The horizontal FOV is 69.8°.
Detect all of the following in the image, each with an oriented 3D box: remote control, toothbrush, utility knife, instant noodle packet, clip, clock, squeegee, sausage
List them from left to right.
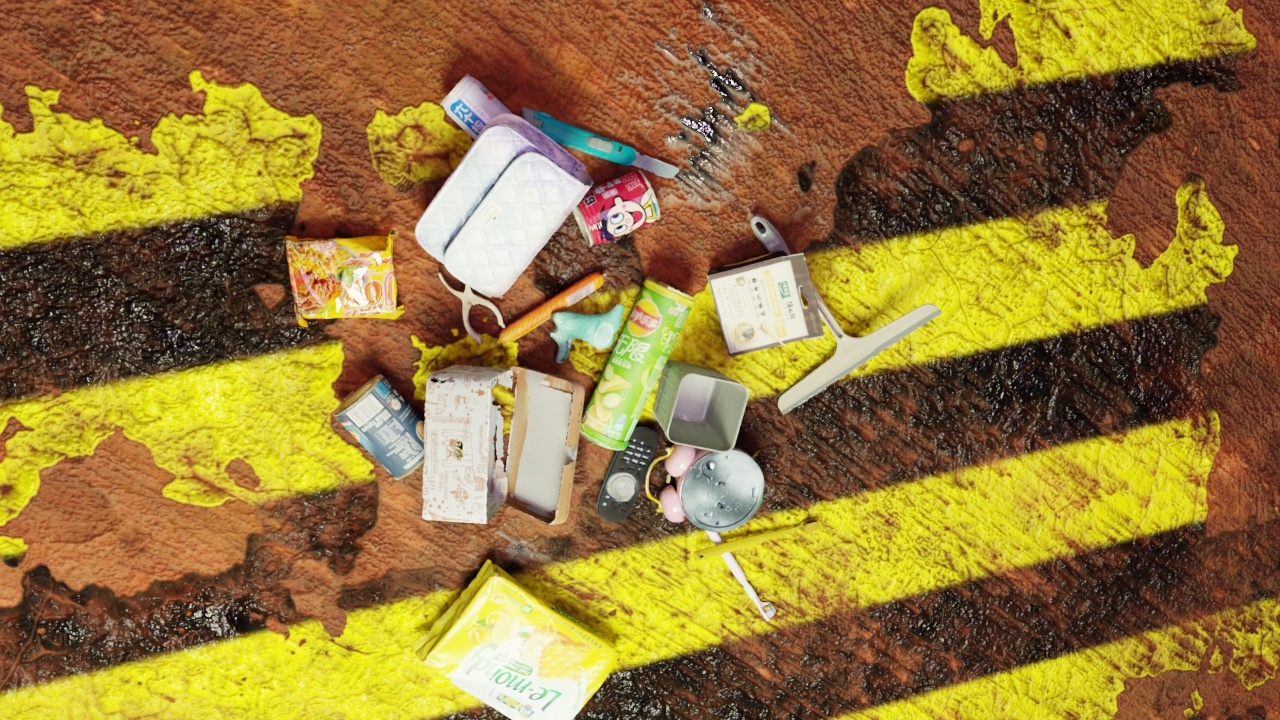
[{"bbox_3d":[-0.347,-0.096,1.083,0.128,0.044,0.111,-4,108,-12],"label":"instant noodle packet"},{"bbox_3d":[-0.195,-0.076,1.127,0.083,0.035,0.104,-16,98,-5],"label":"clip"},{"bbox_3d":[-0.112,-0.066,1.151,0.165,0.021,0.021,-32,107,-4],"label":"sausage"},{"bbox_3d":[-0.049,-0.263,1.124,0.207,0.013,0.029,16,99,-15],"label":"utility knife"},{"bbox_3d":[-0.018,0.149,1.220,0.053,0.024,0.136,20,98,-19],"label":"remote control"},{"bbox_3d":[0.084,0.164,1.228,0.158,0.060,0.117,4,103,-15],"label":"clock"},{"bbox_3d":[0.135,0.290,1.288,0.021,0.029,0.189,-23,110,33],"label":"toothbrush"},{"bbox_3d":[0.163,0.249,1.274,0.190,0.017,0.016,-11,98,-17],"label":"toothbrush"},{"bbox_3d":[0.219,-0.092,1.210,0.247,0.039,0.246,-35,101,16],"label":"squeegee"}]

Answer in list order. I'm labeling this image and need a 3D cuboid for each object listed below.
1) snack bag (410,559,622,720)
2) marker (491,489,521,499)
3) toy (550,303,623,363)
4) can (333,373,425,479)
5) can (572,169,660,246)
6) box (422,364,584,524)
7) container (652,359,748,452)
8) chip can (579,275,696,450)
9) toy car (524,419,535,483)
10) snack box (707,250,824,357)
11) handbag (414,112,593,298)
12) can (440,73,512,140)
[{"bbox_3d":[-0.158,0.383,1.221,0.246,0.068,0.158,38,92,-17],"label":"snack bag"},{"bbox_3d":[-0.154,0.180,1.204,0.124,0.015,0.018,21,96,-13],"label":"marker"},{"bbox_3d":[-0.074,-0.036,1.161,0.091,0.030,0.097,8,119,-21],"label":"toy"},{"bbox_3d":[-0.307,0.079,1.115,0.075,0.075,0.111,-40,107,-1],"label":"can"},{"bbox_3d":[-0.031,-0.185,1.118,0.093,0.066,0.066,-24,106,-6],"label":"can"},{"bbox_3d":[-0.154,0.103,1.107,0.178,0.152,0.182,4,97,5],"label":"box"},{"bbox_3d":[0.070,0.053,1.170,0.090,0.114,0.090,13,100,-15],"label":"container"},{"bbox_3d":[-0.007,0.007,1.165,0.072,0.072,0.221,23,96,-16],"label":"chip can"},{"bbox_3d":[-0.124,0.113,1.184,0.056,0.037,0.122,21,110,-10],"label":"toy car"},{"bbox_3d":[0.160,-0.074,1.174,0.126,0.053,0.113,-14,106,11],"label":"snack box"},{"bbox_3d":[-0.162,-0.174,1.055,0.134,0.075,0.194,34,118,-17],"label":"handbag"},{"bbox_3d":[-0.168,-0.270,1.076,0.134,0.053,0.053,42,91,-18],"label":"can"}]
